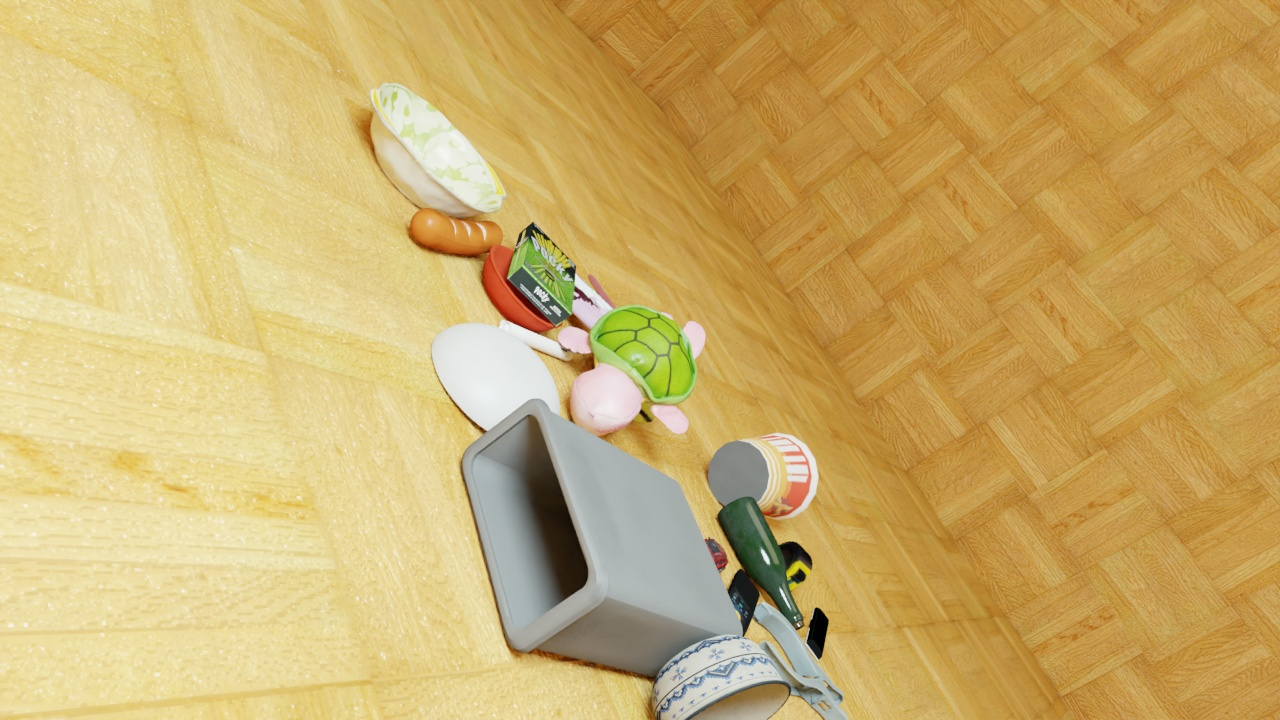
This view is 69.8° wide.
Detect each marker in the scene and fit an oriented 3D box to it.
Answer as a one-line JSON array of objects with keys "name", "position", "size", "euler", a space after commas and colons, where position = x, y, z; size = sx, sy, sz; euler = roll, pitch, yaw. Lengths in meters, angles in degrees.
[{"name": "marker", "position": [-0.118, -0.022, 1.062], "size": [0.133, 0.017, 0.020], "euler": [24, 31, -58]}]

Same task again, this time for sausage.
[{"name": "sausage", "position": [-0.205, -0.142, 1.030], "size": [0.039, 0.044, 0.164], "euler": [30, 11, 15]}]

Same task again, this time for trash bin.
[{"name": "trash bin", "position": [-0.029, 0.161, 0.786], "size": [0.219, 0.098, 0.191], "euler": [35, 24, -48]}]

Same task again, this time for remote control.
[{"name": "remote control", "position": [0.238, 0.363, 1.228], "size": [0.028, 0.012, 0.124], "euler": [54, 16, 4]}, {"name": "remote control", "position": [0.109, 0.280, 1.041], "size": [0.041, 0.020, 0.151], "euler": [54, 17, 3]}]

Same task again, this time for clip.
[{"name": "clip", "position": [0.185, 0.347, 1.093], "size": [0.172, 0.029, 0.143], "euler": [46, 19, -22]}]

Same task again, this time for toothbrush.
[{"name": "toothbrush", "position": [-0.032, -0.067, 1.368], "size": [0.184, 0.015, 0.015], "euler": [54, 14, 28]}]

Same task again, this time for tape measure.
[{"name": "tape measure", "position": [0.196, 0.273, 1.213], "size": [0.038, 0.063, 0.067], "euler": [46, 16, -21]}]

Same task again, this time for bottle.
[{"name": "bottle", "position": [0.158, 0.259, 1.158], "size": [0.055, 0.055, 0.174], "euler": [26, 32, -56]}]

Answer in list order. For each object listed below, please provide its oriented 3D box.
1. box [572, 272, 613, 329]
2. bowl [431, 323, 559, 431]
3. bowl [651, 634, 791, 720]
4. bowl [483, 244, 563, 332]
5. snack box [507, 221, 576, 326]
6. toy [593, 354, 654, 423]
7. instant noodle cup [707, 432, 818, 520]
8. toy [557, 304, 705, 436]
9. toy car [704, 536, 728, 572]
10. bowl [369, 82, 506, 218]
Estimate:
[{"name": "box", "position": [-0.047, -0.057, 1.203], "size": [0.202, 0.044, 0.086], "euler": [44, 6, 19]}, {"name": "bowl", "position": [-0.128, 0.013, 0.888], "size": [0.149, 0.043, 0.149], "euler": [39, 22, -20]}, {"name": "bowl", "position": [0.060, 0.272, 0.762], "size": [0.115, 0.116, 0.059], "euler": [32, 22, -49]}, {"name": "bowl", "position": [-0.144, -0.078, 1.077], "size": [0.122, 0.035, 0.121], "euler": [46, 18, -20]}, {"name": "snack box", "position": [-0.115, -0.106, 1.100], "size": [0.080, 0.025, 0.147], "euler": [46, 18, -22]}, {"name": "toy", "position": [-0.026, 0.030, 1.158], "size": [0.092, 0.046, 0.115], "euler": [33, 17, -42]}, {"name": "instant noodle cup", "position": [0.165, 0.161, 1.282], "size": [0.121, 0.124, 0.123], "euler": [11, 43, -55]}, {"name": "toy", "position": [-0.006, 0.006, 1.072], "size": [0.190, 0.088, 0.237], "euler": [42, 46, 6]}, {"name": "toy car", "position": [0.076, 0.224, 1.049], "size": [0.042, 0.036, 0.091], "euler": [57, 12, 18]}, {"name": "bowl", "position": [-0.249, -0.232, 1.073], "size": [0.219, 0.060, 0.188], "euler": [23, 34, -57]}]
